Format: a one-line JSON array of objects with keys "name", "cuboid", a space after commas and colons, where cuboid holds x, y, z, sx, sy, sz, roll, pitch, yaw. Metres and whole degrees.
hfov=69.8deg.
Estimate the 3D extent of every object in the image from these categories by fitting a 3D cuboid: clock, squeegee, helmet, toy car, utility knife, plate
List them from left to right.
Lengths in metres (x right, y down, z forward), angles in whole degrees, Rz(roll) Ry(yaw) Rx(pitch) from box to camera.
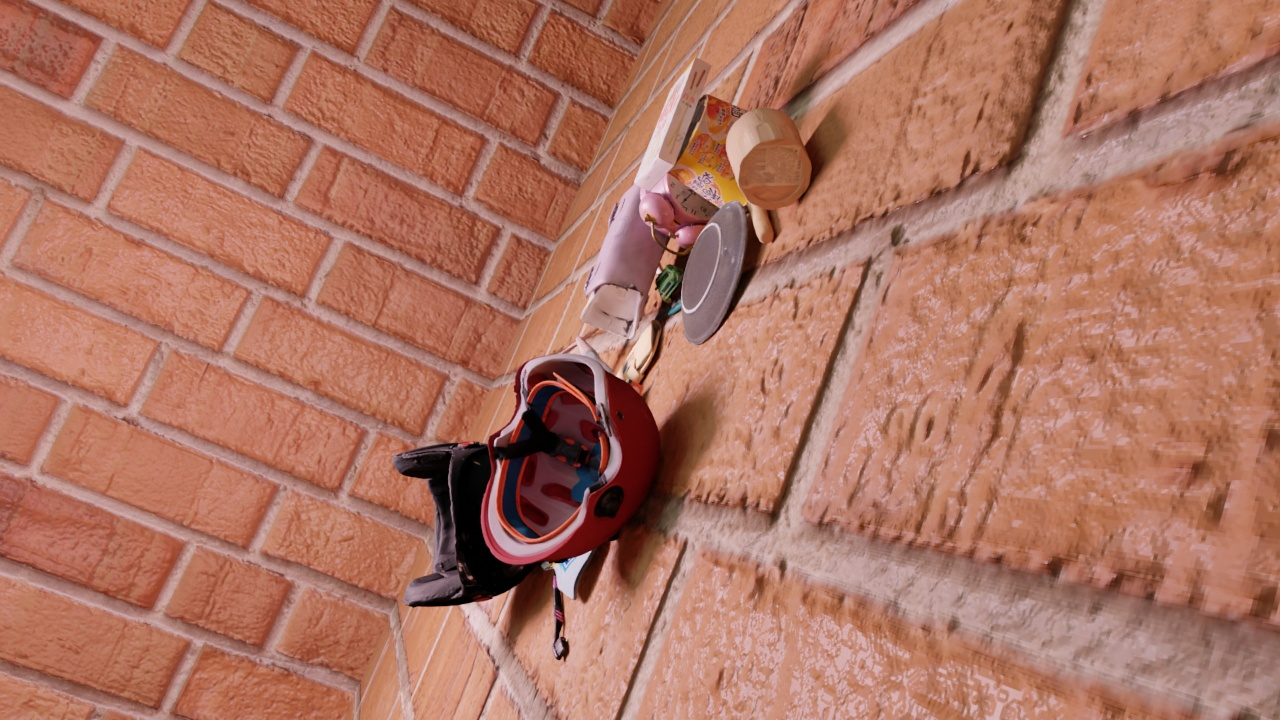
[{"name": "helmet", "cuboid": [-0.242, 0.235, 1.352, 0.275, 0.229, 0.233, 154, 109, -66]}, {"name": "helmet", "cuboid": [-0.068, 0.122, 1.040, 0.207, 0.143, 0.240, 15, 84, 48]}, {"name": "squeegee", "cuboid": [-0.073, -0.006, 1.354, 0.247, 0.040, 0.249, -36, 23, -1]}, {"name": "toy car", "cuboid": [0.041, -0.108, 1.251, 0.043, 0.036, 0.091, -49, 8, 13]}, {"name": "utility knife", "cuboid": [0.054, -0.079, 1.232, 0.029, 0.013, 0.217, -67, 12, -20]}, {"name": "clock", "cuboid": [0.057, -0.213, 1.249, 0.060, 0.117, 0.158, -19, 45, 57]}, {"name": "plate", "cuboid": [0.080, -0.107, 1.100, 0.179, 0.024, 0.179, -165, 91, -74]}]

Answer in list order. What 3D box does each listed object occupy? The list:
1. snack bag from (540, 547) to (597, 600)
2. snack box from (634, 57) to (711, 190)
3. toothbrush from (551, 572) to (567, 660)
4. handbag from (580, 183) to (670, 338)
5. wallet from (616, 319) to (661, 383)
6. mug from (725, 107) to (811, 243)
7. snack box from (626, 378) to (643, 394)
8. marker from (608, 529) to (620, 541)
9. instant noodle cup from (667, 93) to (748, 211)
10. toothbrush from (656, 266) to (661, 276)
[{"name": "snack bag", "cuboid": [-0.084, 0.231, 1.163, 0.110, 0.039, 0.191, -56, 12, -10]}, {"name": "snack box", "cuboid": [0.041, -0.299, 1.166, 0.085, 0.027, 0.156, -32, 36, 66]}, {"name": "toothbrush", "cuboid": [-0.101, 0.309, 1.135, 0.018, 0.014, 0.189, -52, 15, 10]}, {"name": "handbag", "cuboid": [-0.013, -0.151, 1.316, 0.145, 0.098, 0.196, 120, 170, -63]}, {"name": "wallet", "cuboid": [-0.008, 0.008, 1.295, 0.115, 0.024, 0.087, -55, 18, 33]}, {"name": "mug", "cuboid": [0.138, -0.204, 1.014, 0.103, 0.084, 0.125, -90, 4, -59]}, {"name": "snack box", "cuboid": [-0.042, 0.103, 1.196, 0.077, 0.027, 0.155, -57, 8, 49]}, {"name": "marker", "cuboid": [-0.028, 0.160, 1.103, 0.022, 0.020, 0.131, -27, 32, 28]}, {"name": "instant noodle cup", "cuboid": [0.103, -0.264, 1.163, 0.138, 0.109, 0.137, -58, 16, 27]}, {"name": "toothbrush", "cuboid": [0.024, -0.144, 1.455, 0.016, 0.016, 0.180, -60, 14, 10]}]
